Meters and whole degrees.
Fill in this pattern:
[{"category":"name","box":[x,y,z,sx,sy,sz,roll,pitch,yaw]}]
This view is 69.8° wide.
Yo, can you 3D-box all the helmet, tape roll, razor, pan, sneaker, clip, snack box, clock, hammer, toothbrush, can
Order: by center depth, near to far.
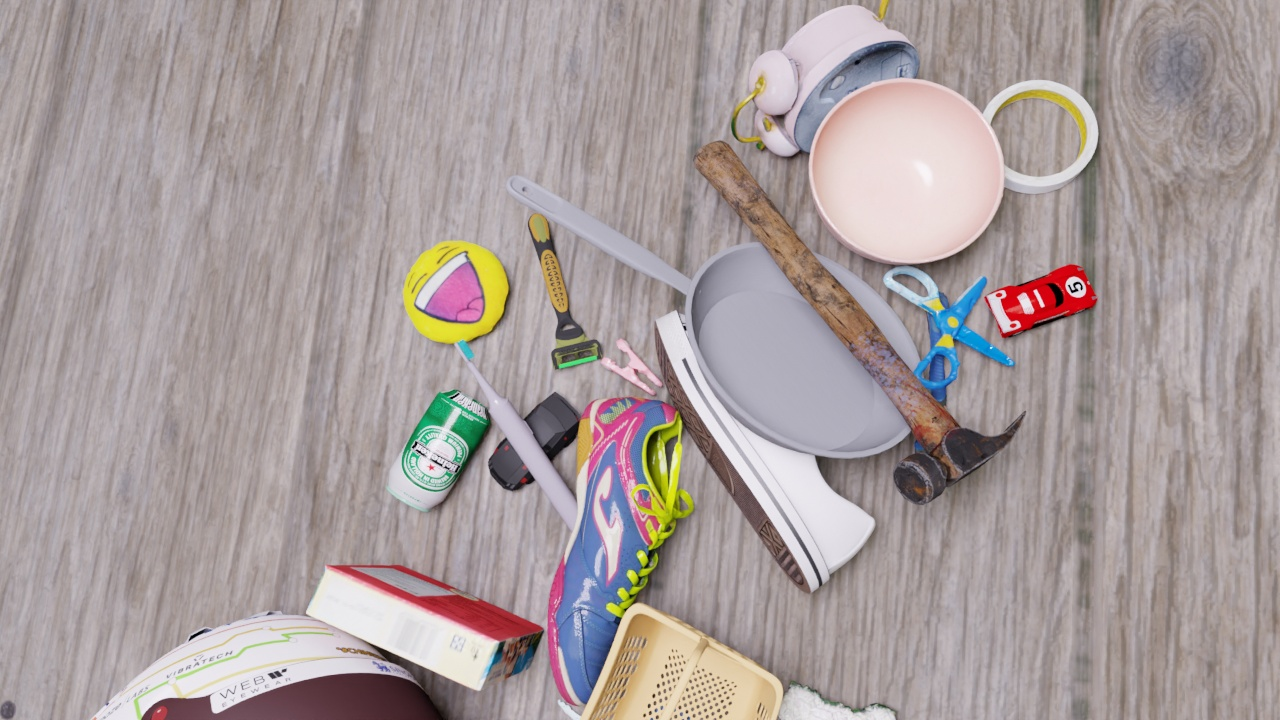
[{"category":"helmet","box":[-0.272,0.303,0.668,0.315,0.231,0.235,-27,50,8]},{"category":"pan","box":[0.055,-0.043,0.704,0.356,0.051,0.200,26,50,-4]},{"category":"hammer","box":[0.152,-0.050,0.706,0.119,0.033,0.330,-23,67,-30]},{"category":"snack box","box":[-0.160,0.202,0.713,0.142,0.145,0.040,19,81,11]},{"category":"sneaker","box":[-0.013,0.144,0.714,0.091,0.116,0.241,2,74,19]},{"category":"sneaker","box":[0.101,0.054,0.731,0.097,0.091,0.245,-31,73,-10]},{"category":"toothbrush","box":[-0.097,0.062,0.746,0.019,0.018,0.188,-30,106,5]},{"category":"razor","box":[0.244,0.012,0.747,0.044,0.018,0.140,2,77,7]},{"category":"clock","box":[0.147,-0.223,0.756,0.158,0.117,0.058,-29,66,3]},{"category":"tape roll","box":[0.330,-0.187,0.767,0.094,0.019,0.094,-2,80,9]},{"category":"can","box":[-0.172,0.075,0.784,0.053,0.053,0.101,30,86,13]},{"category":"clip","box":[-0.011,0.010,0.787,0.045,0.023,0.060,-29,75,8]},{"category":"razor","box":[-0.074,-0.064,0.809,0.044,0.021,0.144,-14,79,-12]}]

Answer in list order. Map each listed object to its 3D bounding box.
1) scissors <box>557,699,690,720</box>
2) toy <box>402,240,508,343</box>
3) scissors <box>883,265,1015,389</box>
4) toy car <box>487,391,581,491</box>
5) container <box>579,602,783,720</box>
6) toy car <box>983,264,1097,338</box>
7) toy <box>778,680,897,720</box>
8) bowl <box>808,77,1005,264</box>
[{"category":"scissors","box":[-0.013,0.308,0.739,0.129,0.014,0.119,35,90,16]},{"category":"toy","box":[-0.164,-0.061,0.813,0.094,0.041,0.095,43,86,10]},{"category":"scissors","box":[0.244,-0.030,0.737,0.130,0.014,0.125,44,64,3]},{"category":"toy car","box":[-0.092,0.070,0.780,0.091,0.036,0.042,-45,77,-1]},{"category":"container","box":[0.011,0.280,0.645,0.129,0.167,0.183,26,86,13]},{"category":"toy car","box":[0.321,-0.049,0.737,0.089,0.025,0.038,-19,77,-4]},{"category":"toy","box":[0.145,0.310,0.701,0.096,0.041,0.109,10,88,9]},{"category":"bowl","box":[0.206,-0.144,0.746,0.153,0.076,0.153,0,84,-1]}]
